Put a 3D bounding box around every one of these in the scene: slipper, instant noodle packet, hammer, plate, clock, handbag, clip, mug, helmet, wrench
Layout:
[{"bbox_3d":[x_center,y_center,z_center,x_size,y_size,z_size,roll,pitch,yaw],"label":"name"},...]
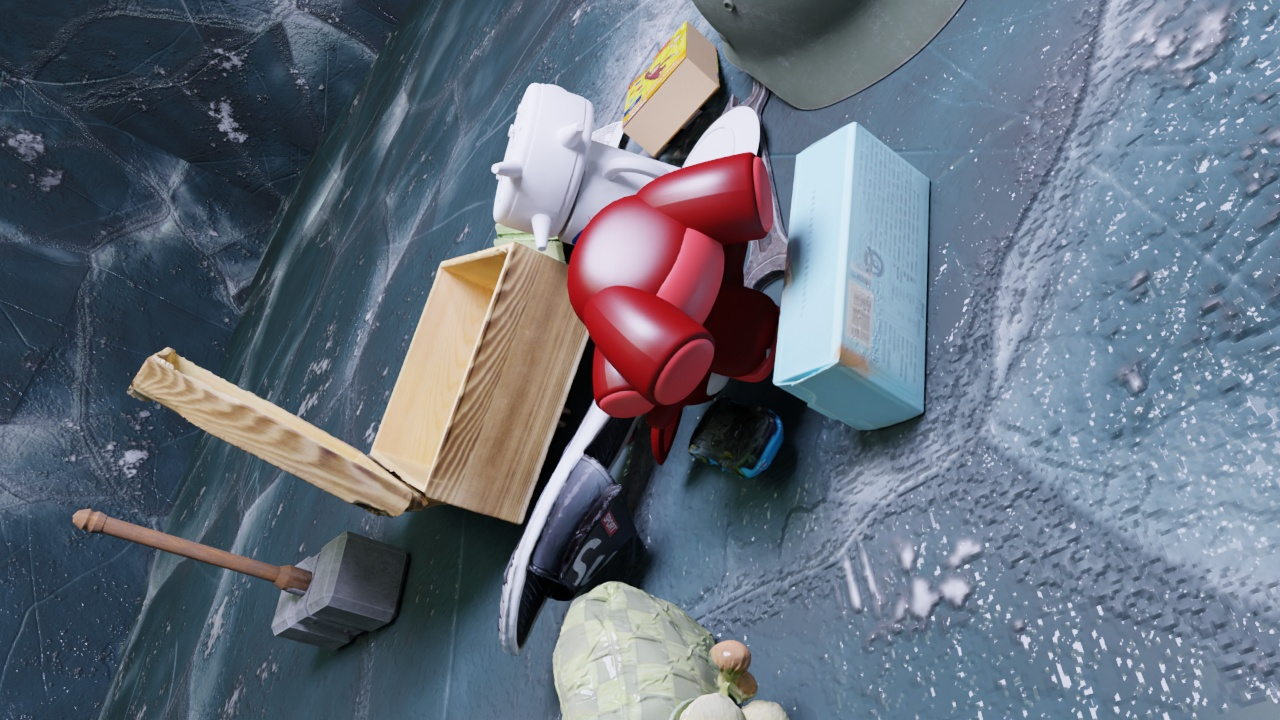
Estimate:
[{"bbox_3d":[-0.026,0.095,0.673,0.111,0.063,0.263,84,-152,-65],"label":"slipper"},{"bbox_3d":[-0.064,-0.222,1.040,0.134,0.026,0.087,0,67,58],"label":"instant noodle packet"},{"bbox_3d":[-0.429,0.214,0.971,0.163,0.317,0.082,-33,41,41],"label":"hammer"},{"bbox_3d":[0.057,-0.160,0.799,0.135,0.011,0.134,-45,33,41],"label":"plate"},{"bbox_3d":[-0.093,-0.175,0.797,0.160,0.073,0.125,-108,35,-63],"label":"clock"},{"bbox_3d":[0.021,0.196,0.492,0.117,0.113,0.186,-39,36,23],"label":"handbag"},{"bbox_3d":[-0.085,0.046,0.865,0.061,0.025,0.049,-42,32,45],"label":"clip"},{"bbox_3d":[-0.013,-0.142,0.798,0.121,0.090,0.091,140,142,-65],"label":"mug"},{"bbox_3d":[0.120,-0.334,0.709,0.268,0.153,0.227,11,77,60],"label":"helmet"},{"bbox_3d":[0.095,-0.141,0.741,0.070,0.010,0.272,-39,37,36],"label":"wrench"}]

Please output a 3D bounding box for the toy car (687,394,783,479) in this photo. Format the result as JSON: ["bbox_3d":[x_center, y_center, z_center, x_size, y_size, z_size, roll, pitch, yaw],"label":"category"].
[{"bbox_3d":[0.065,0.052,0.611,0.048,0.032,0.105,-60,17,-8],"label":"toy car"}]

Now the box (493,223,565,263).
[{"bbox_3d":[-0.094,-0.123,1.009,0.188,0.082,0.098,18,126,60],"label":"box"}]

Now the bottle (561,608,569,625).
[{"bbox_3d":[-0.025,0.221,0.606,0.044,0.044,0.136,-47,33,26],"label":"bottle"}]

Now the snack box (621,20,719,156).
[{"bbox_3d":[0.029,-0.263,0.880,0.088,0.040,0.125,-43,22,27],"label":"snack box"}]

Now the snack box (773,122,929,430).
[{"bbox_3d":[0.130,-0.051,0.550,0.053,0.075,0.174,-24,48,49],"label":"snack box"}]

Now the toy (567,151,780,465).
[{"bbox_3d":[0.030,-0.027,0.581,0.121,0.197,0.158,16,72,19],"label":"toy"}]

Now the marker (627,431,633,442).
[{"bbox_3d":[-0.005,0.005,0.781,0.013,0.012,0.142,-29,44,45],"label":"marker"}]

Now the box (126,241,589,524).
[{"bbox_3d":[-0.267,0.007,0.847,0.280,0.336,0.286,5,77,63],"label":"box"}]

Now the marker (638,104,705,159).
[{"bbox_3d":[0.013,-0.211,0.921,0.141,0.016,0.016,-38,38,37],"label":"marker"}]
